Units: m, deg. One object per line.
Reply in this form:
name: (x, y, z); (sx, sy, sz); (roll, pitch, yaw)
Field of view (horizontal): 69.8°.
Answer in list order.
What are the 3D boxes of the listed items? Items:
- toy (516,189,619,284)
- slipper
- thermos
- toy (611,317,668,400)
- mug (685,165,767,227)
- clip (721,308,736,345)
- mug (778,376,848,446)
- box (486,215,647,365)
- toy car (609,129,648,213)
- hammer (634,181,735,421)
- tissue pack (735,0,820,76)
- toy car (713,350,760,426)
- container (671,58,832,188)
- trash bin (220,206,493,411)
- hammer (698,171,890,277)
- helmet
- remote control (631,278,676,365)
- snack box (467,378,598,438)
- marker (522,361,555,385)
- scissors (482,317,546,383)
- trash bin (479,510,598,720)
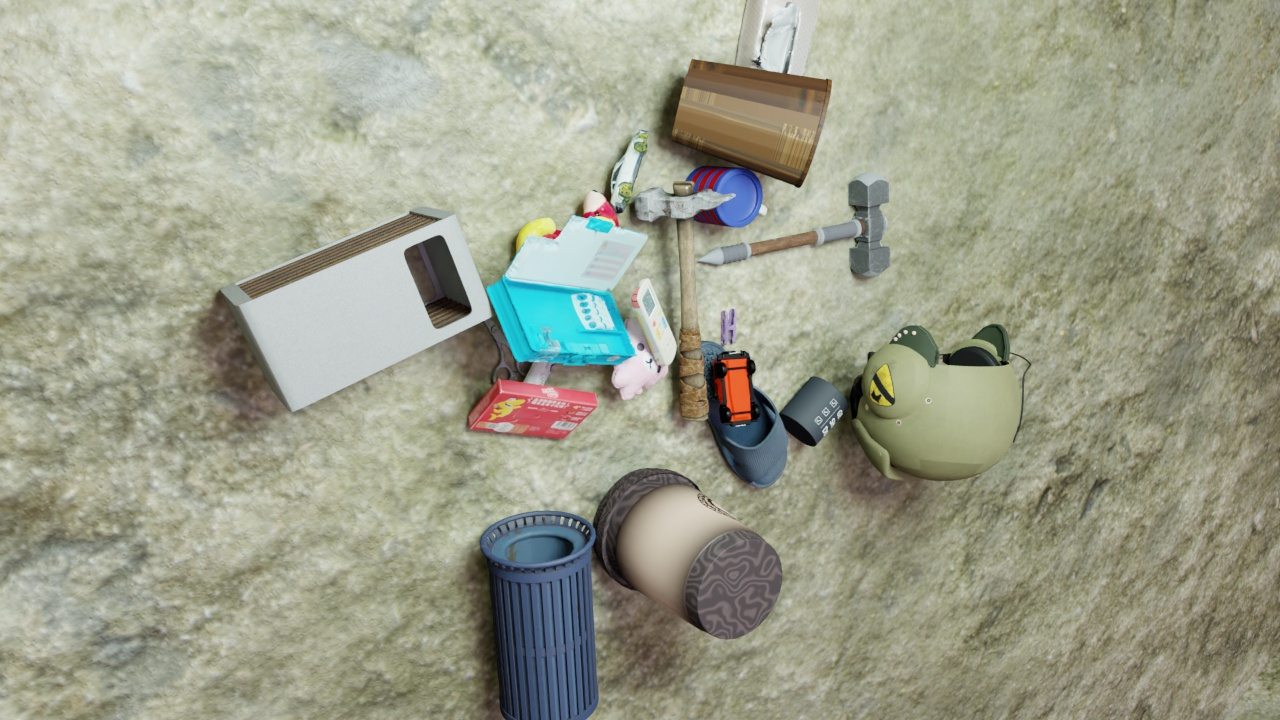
toy: (-0.084, -0.135, 1.097); (0.137, 0.067, 0.105); (-34, 126, -12)
slipper: (0.150, 0.081, 1.283); (0.101, 0.083, 0.263); (-44, 119, -16)
thermos: (0.061, 0.249, 1.183); (0.172, 0.226, 0.173); (-8, 106, -30)
toy: (-0.007, 0.007, 1.179); (0.099, 0.053, 0.095); (56, 46, -30)
mug: (0.120, -0.208, 1.193); (0.111, 0.076, 0.075); (15, 94, -34)
clip: (0.120, -0.045, 1.273); (0.037, 0.013, 0.053); (-27, 118, -23)
mug: (0.259, 0.084, 1.366); (0.077, 0.071, 0.105); (-47, 148, -13)
box: (-0.079, -0.078, 1.049); (0.226, 0.084, 0.172); (1, 94, -62)
toy car: (-0.016, -0.233, 1.123); (0.033, 0.048, 0.105); (19, 93, 0)
hammer: (0.063, -0.070, 1.176); (0.048, 0.122, 0.319); (-39, 131, -57)
tissue pack: (0.174, -0.400, 1.187); (0.103, 0.071, 0.181); (7, 102, -34)
toy car: (0.124, 0.037, 1.216); (0.051, 0.049, 0.100); (-5, 89, -19)
container: (0.131, -0.296, 1.117); (0.167, 0.132, 0.132); (15, 95, 1)
trash bin: (-0.290, -0.061, 0.953); (0.228, 0.114, 0.114); (-28, 116, -23)
hammer: (0.219, -0.169, 1.290); (0.321, 0.043, 0.156); (-14, 109, -26)
helmet: (0.412, 0.060, 1.321); (0.249, 0.256, 0.233); (-2, 99, -32)
remote control: (0.017, -0.046, 1.138); (0.038, 0.018, 0.126); (-63, 143, -37)
snack box: (-0.129, 0.061, 1.108); (0.132, 0.090, 0.021); (10, 52, -33)
marker: (-0.110, -0.013, 1.124); (0.025, 0.025, 0.125); (34, 76, -33)
scissors: (-0.163, -0.032, 1.101); (0.090, 0.014, 0.172); (-20, 114, -28)
trash bin: (-0.120, 0.331, 1.147); (0.139, 0.139, 0.250); (-12, 110, -29)
